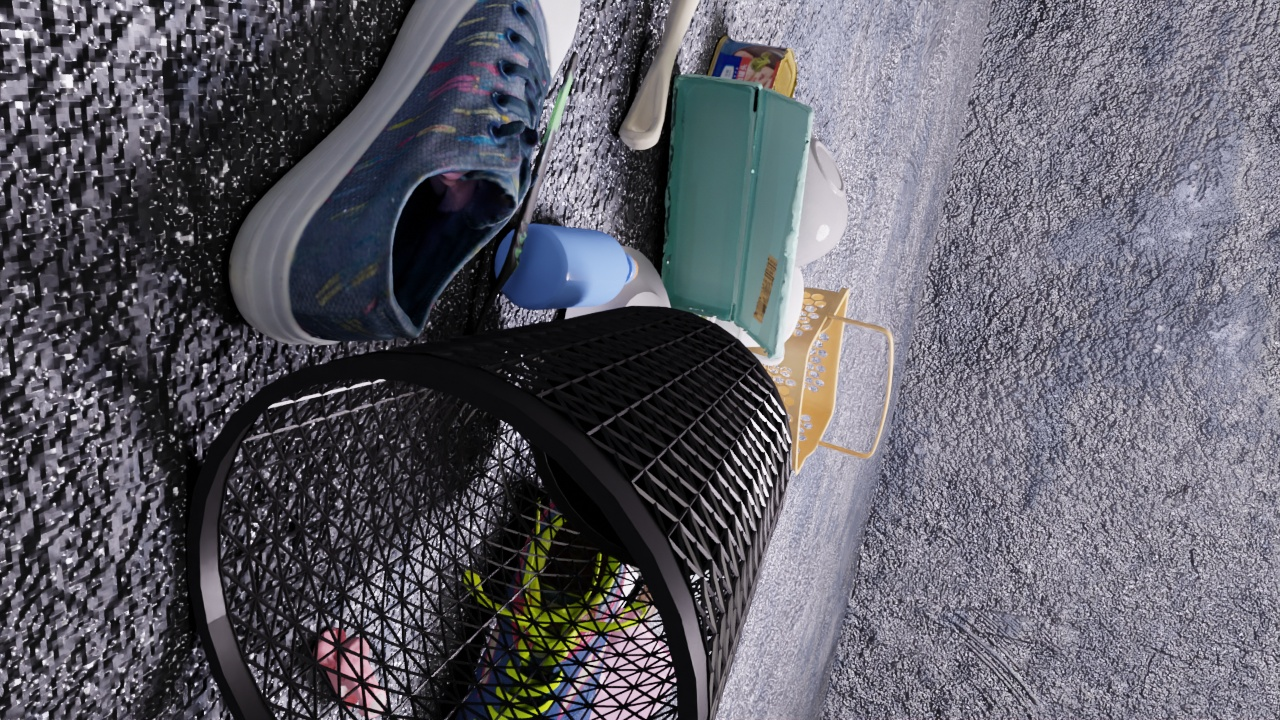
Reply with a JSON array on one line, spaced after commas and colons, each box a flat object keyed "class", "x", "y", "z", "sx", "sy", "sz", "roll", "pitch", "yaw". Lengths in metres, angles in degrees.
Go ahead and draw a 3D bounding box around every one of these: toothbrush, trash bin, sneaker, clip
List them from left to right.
[{"class": "clip", "x": -0.142, "y": 0.162, "z": 0.468, "sx": 0.023, "sy": 0.041, "sz": 0.060, "roll": -57, "pitch": 157, "yaw": -44}, {"class": "sneaker", "x": -0.074, "y": -0.096, "z": 0.400, "sx": 0.234, "sy": 0.079, "sz": 0.087, "roll": -62, "pitch": 155, "yaw": -27}, {"class": "toothbrush", "x": -0.062, "y": -0.070, "z": 0.489, "sx": 0.014, "sy": 0.017, "sz": 0.188, "roll": -61, "pitch": 172, "yaw": -73}, {"class": "sneaker", "x": -0.072, "y": 0.194, "z": 0.595, "sx": 0.091, "sy": 0.116, "sz": 0.241, "roll": 130, "pitch": -21, "yaw": -72}, {"class": "trash bin", "x": -0.036, "y": 0.076, "z": 0.438, "sx": 0.242, "sy": 0.217, "sz": 0.217, "roll": -32, "pitch": 134, "yaw": -63}]

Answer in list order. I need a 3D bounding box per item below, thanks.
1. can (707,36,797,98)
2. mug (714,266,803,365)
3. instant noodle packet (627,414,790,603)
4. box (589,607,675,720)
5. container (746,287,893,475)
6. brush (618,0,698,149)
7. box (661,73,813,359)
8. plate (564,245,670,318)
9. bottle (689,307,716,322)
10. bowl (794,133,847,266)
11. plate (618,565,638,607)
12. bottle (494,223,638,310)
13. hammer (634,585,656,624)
[{"class": "can", "x": 0.084, "y": -0.206, "z": 0.737, "sx": 0.054, "sy": 0.059, "sz": 0.099, "roll": 31, "pitch": 75, "yaw": -68}, {"class": "mug", "x": 0.099, "y": -0.045, "z": 0.825, "sx": 0.090, "sy": 0.076, "sz": 0.123, "roll": 113, "pitch": -18, "yaw": -46}, {"class": "instant noodle packet", "x": 0.055, "y": 0.076, "z": 0.802, "sx": 0.147, "sy": 0.057, "sz": 0.268, "roll": 56, "pitch": 37, "yaw": -18}, {"class": "box", "x": -0.051, "y": 0.326, "z": 0.723, "sx": 0.232, "sy": 0.075, "sz": 0.173, "roll": -51, "pitch": 151, "yaw": -27}, {"class": "container", "x": 0.184, "y": 0.024, "z": 0.992, "sx": 0.128, "sy": 0.167, "sz": 0.184, "roll": -53, "pitch": 150, "yaw": -43}, {"class": "brush", "x": 0.042, "y": -0.269, "z": 0.609, "sx": 0.077, "sy": 0.062, "sz": 0.272, "roll": 23, "pitch": 87, "yaw": -52}, {"class": "box", "x": 0.073, "y": -0.109, "z": 0.682, "sx": 0.056, "sy": 0.138, "sz": 0.187, "roll": -25, "pitch": 130, "yaw": -41}, {"class": "plate", "x": -0.004, "y": 0.004, "z": 0.666, "sx": 0.172, "sy": 0.019, "sz": 0.173, "roll": -9, "pitch": 100, "yaw": -61}, {"class": "bottle", "x": 0.046, "y": -0.045, "z": 0.782, "sx": 0.110, "sy": 0.043, "sz": 0.042, "roll": -69, "pitch": 158, "yaw": -10}, {"class": "bowl", "x": 0.139, "y": -0.155, "z": 0.808, "sx": 0.131, "sy": 0.065, "sz": 0.131, "roll": 38, "pitch": 38, "yaw": -38}, {"class": "plate", "x": -0.028, "y": 0.169, "z": 0.760, "sx": 0.228, "sy": 0.030, "sz": 0.230, "roll": -48, "pitch": 147, "yaw": -48}, {"class": "bottle", "x": -0.035, "y": -0.057, "z": 0.563, "sx": 0.131, "sy": 0.048, "sz": 0.048, "roll": -12, "pitch": 116, "yaw": -66}, {"class": "hammer", "x": 0.026, "y": 0.215, "z": 0.925, "sx": 0.329, "sy": 0.033, "sz": 0.120, "roll": -54, "pitch": 152, "yaw": -41}]
